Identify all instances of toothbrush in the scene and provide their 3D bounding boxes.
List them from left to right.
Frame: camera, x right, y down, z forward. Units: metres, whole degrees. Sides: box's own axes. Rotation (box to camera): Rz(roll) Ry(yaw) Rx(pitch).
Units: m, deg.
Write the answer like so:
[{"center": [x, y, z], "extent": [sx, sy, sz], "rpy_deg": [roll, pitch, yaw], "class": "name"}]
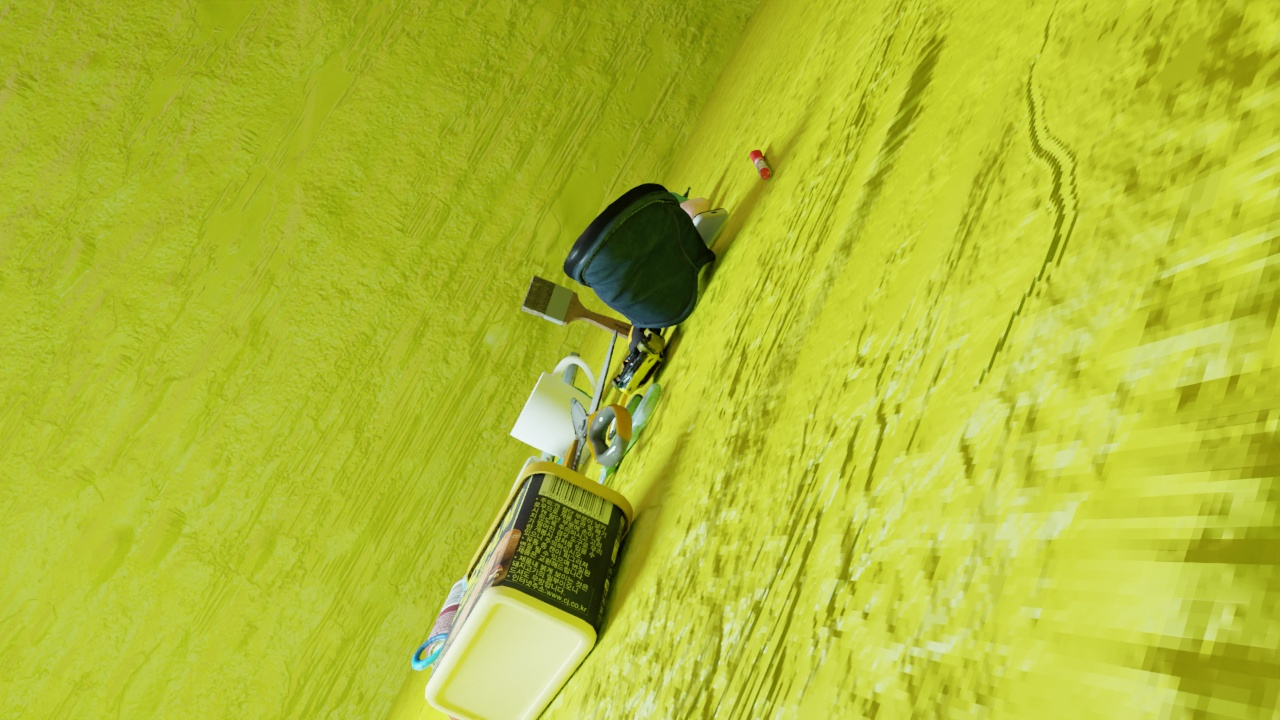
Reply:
[{"center": [-0.005, 0.005, 0.904], "extent": [0.031, 0.031, 0.196], "rpy_deg": [119, 172, -48], "class": "toothbrush"}]

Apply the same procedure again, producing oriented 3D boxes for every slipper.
[{"center": [-0.101, 0.108, 1.215], "extent": [0.098, 0.055, 0.269], "rpy_deg": [-73, 1, -52], "class": "slipper"}, {"center": [0.021, -0.075, 0.812], "extent": [0.109, 0.083, 0.265], "rpy_deg": [-45, -15, 6], "class": "slipper"}]

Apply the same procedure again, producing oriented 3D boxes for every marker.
[{"center": [0.109, -0.178, 0.831], "extent": [0.013, 0.013, 0.142], "rpy_deg": [-60, 6, 18], "class": "marker"}]

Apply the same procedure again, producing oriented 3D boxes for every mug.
[{"center": [-0.081, 0.054, 1.033], "extent": [0.114, 0.087, 0.081], "rpy_deg": [-61, 6, 8], "class": "mug"}]

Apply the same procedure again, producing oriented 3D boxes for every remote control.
[{"center": [0.043, -0.103, 0.957], "extent": [0.045, 0.008, 0.147], "rpy_deg": [-18, -26, -39], "class": "remote control"}]

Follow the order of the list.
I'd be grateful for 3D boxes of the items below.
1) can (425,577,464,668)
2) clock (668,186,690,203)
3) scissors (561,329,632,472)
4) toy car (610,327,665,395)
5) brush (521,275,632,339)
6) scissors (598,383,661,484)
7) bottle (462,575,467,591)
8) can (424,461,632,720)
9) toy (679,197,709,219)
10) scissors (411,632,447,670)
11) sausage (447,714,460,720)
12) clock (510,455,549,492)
[{"center": [-0.194, 0.294, 1.017], "extent": [0.063, 0.063, 0.114], "rpy_deg": [-60, 6, 21], "class": "can"}, {"center": [0.038, -0.157, 1.155], "extent": [0.124, 0.053, 0.090], "rpy_deg": [-68, 8, -30], "class": "clock"}, {"center": [-0.051, 0.080, 0.784], "extent": [0.225, 0.016, 0.230], "rpy_deg": [-143, 75, -75], "class": "scissors"}, {"center": [0.001, 0.003, 0.827], "extent": [0.049, 0.030, 0.106], "rpy_deg": [-53, 2, 16], "class": "toy car"}, {"center": [-0.051, -0.046, 0.956], "extent": [0.008, 0.143, 0.045], "rpy_deg": [124, 164, -55], "class": "brush"}, {"center": [-0.025, 0.084, 0.762], "extent": [0.166, 0.024, 0.171], "rpy_deg": [-47, 17, 47], "class": "scissors"}, {"center": [-0.150, 0.215, 1.040], "extent": [0.129, 0.040, 0.040], "rpy_deg": [-51, -4, -44], "class": "bottle"}, {"center": [-0.069, 0.148, 0.563], "extent": [0.136, 0.075, 0.104], "rpy_deg": [-58, 9, 35], "class": "can"}, {"center": [0.041, -0.138, 1.045], "extent": [0.103, 0.050, 0.093], "rpy_deg": [-56, 4, 21], "class": "toy"}, {"center": [-0.178, 0.280, 0.927], "extent": [0.140, 0.011, 0.133], "rpy_deg": [-26, 30, 16], "class": "scissors"}, {"center": [-0.143, 0.272, 0.790], "extent": [0.044, 0.039, 0.164], "rpy_deg": [-60, 5, -8], "class": "sausage"}, {"center": [-0.111, 0.153, 0.997], "extent": [0.118, 0.057, 0.083], "rpy_deg": [114, -179, -58], "class": "clock"}]
